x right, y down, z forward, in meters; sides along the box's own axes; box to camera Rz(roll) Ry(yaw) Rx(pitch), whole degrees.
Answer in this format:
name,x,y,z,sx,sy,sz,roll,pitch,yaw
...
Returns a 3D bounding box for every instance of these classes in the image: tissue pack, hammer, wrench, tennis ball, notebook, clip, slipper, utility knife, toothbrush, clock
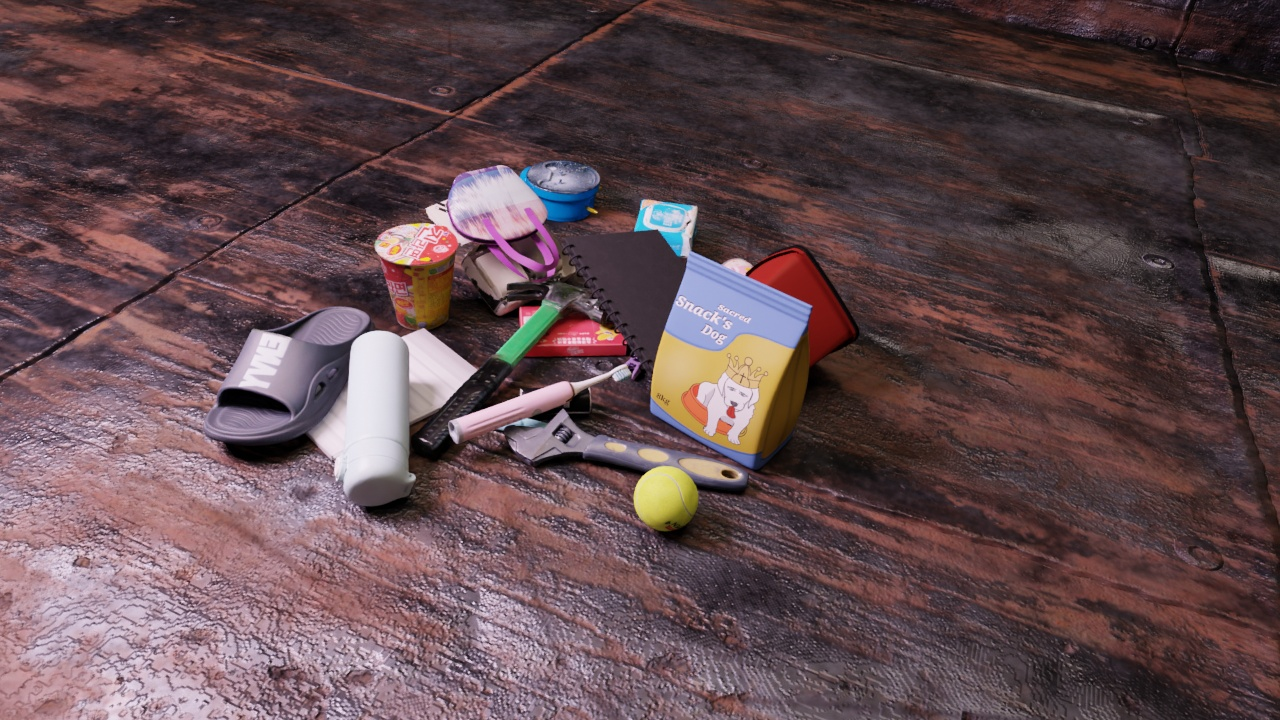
name,x,y,z,sx,sy,sz,roll,pitch,yaw
tissue pack,0.038,-0.191,1.375,0.093,0.062,0.144,8,37,1
hammer,-0.164,0.001,1.091,0.130,0.032,0.317,23,46,15
wrench,-0.017,0.103,1.002,0.273,0.022,0.073,13,53,5
tennis ball,0.026,0.140,0.930,0.065,0.065,0.065,4,37,-3
notebook,-0.301,0.034,1.072,0.209,0.009,0.143,-28,48,-37
clip,-0.008,0.006,1.148,0.036,0.013,0.052,18,36,14
slipper,-0.385,-0.004,1.036,0.111,0.083,0.267,13,35,8
notebook,0.014,-0.081,1.186,0.168,0.019,0.231,-12,56,-38
utility knife,-0.094,0.081,1.033,0.158,0.015,0.022,11,60,6
toothbrush,-0.107,0.044,1.025,0.222,0.027,0.026,-20,71,-26
clock,-0.142,-0.271,1.459,0.161,0.060,0.116,6,38,2

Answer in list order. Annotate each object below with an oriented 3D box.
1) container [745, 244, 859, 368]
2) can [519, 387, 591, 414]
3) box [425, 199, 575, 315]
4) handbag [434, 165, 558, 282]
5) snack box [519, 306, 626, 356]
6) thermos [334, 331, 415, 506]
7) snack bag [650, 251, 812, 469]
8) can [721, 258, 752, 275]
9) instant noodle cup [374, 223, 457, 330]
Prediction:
name,x,y,z,sx,sy,sz,roll,pitch,yaw
container,0.197,-0.068,1.154,0.200,0.127,0.148,-39,99,-32
can,-0.099,0.047,1.064,0.080,0.032,0.031,-1,37,-9
box,-0.200,-0.142,1.273,0.186,0.101,0.144,46,47,14
handbag,-0.171,-0.170,1.198,0.144,0.068,0.170,-23,64,-38
snack box,-0.089,-0.039,1.188,0.133,0.021,0.089,-1,38,-9
thermos,-0.280,0.060,0.975,0.078,0.065,0.206,14,40,-25
snack bag,0.103,-0.004,1.015,0.159,0.206,0.102,28,42,26
can,0.143,-0.093,1.255,0.067,0.067,0.076,-12,40,-23
instant noodle cup,-0.282,-0.101,1.167,0.100,0.113,0.100,4,37,-4
